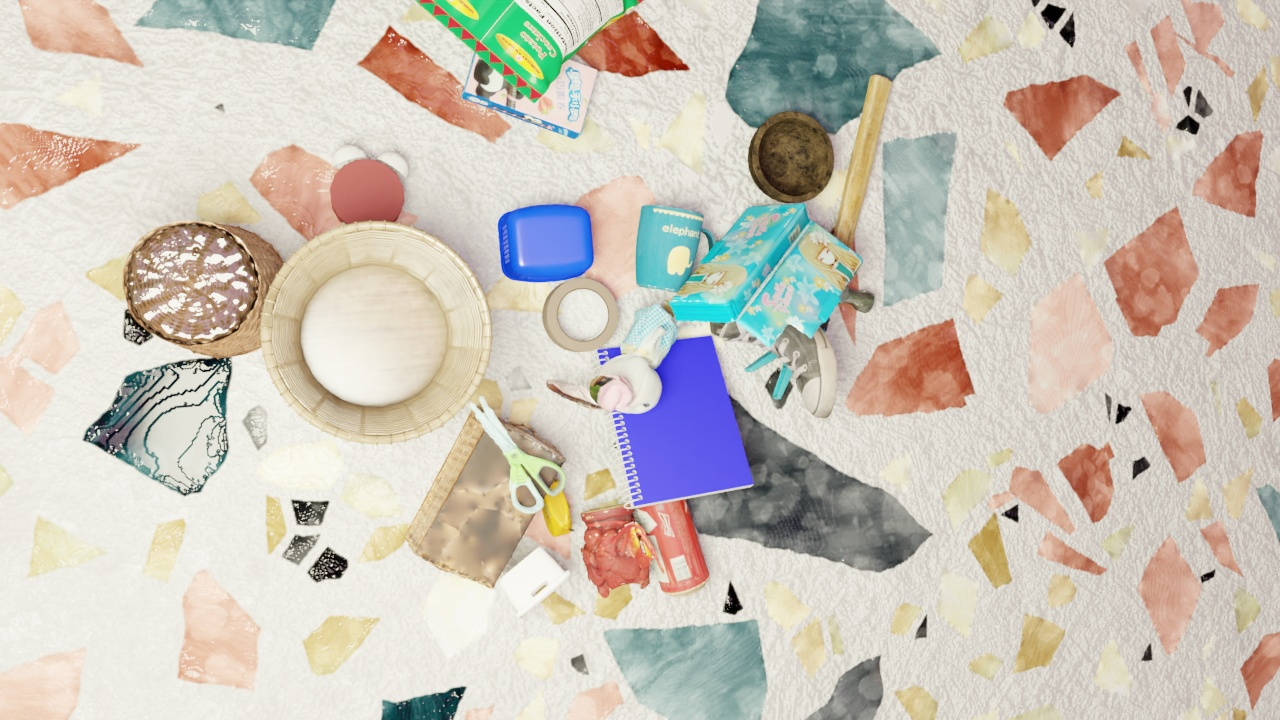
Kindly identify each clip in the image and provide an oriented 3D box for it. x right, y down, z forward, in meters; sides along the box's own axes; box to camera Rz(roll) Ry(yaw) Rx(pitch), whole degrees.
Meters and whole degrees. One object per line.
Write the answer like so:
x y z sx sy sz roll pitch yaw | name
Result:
0.193 -0.021 1.265 0.126 0.028 0.113 -40 104 -13 | clip

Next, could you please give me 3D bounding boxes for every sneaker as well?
0.170 -0.023 1.192 0.119 0.095 0.234 -14 70 -13 | sneaker

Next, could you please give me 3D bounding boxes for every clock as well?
-0.322 -0.203 1.086 0.087 0.044 0.124 6 88 -18 | clock

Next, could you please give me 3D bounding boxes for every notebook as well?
0.037 0.075 1.177 0.171 0.022 0.209 -8 70 -18 | notebook

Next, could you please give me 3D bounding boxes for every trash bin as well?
-0.448 -0.079 0.960 0.151 0.210 0.151 0 90 -19 | trash bin

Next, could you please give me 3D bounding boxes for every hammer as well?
0.301 -0.242 1.295 0.132 0.033 0.330 16 85 -16 | hammer

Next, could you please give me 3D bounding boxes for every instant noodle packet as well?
-0.132 -0.443 1.107 0.195 0.091 0.252 40 59 -6 | instant noodle packet

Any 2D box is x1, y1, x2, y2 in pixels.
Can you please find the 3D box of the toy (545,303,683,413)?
-0.007 0.007 1.145 0.204 0.131 0.106 -47 118 -36 | toy

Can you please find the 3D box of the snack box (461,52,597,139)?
-0.138 -0.346 1.150 0.154 0.033 0.088 17 85 -17 | snack box

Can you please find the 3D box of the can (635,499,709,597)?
0.036 0.219 1.192 0.067 0.067 0.170 -19 96 -17 | can

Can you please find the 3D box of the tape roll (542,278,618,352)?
-0.077 -0.058 1.173 0.093 0.030 0.093 0 90 -18 | tape roll

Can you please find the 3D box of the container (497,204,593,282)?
-0.115 -0.148 1.145 0.114 0.058 0.096 -5 92 -18 | container

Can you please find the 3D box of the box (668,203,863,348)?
0.163 -0.112 1.151 0.181 0.074 0.226 23 51 22 | box

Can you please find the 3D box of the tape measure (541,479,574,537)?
-0.104 0.191 1.150 0.030 0.059 0.068 -15 63 -15 | tape measure

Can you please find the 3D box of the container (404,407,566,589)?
-0.185 0.164 1.097 0.113 0.113 0.198 29 83 -16 | container

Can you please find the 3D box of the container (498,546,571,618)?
-0.131 0.268 1.115 0.080 0.129 0.049 -38 81 -14 | container

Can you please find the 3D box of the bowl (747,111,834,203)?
0.196 -0.270 1.245 0.121 0.056 0.121 0 90 -18 | bowl

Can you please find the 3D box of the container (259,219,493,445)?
-0.291 -0.028 1.017 0.226 0.196 0.227 0 90 -18 | container

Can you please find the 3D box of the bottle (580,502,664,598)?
-0.027 0.238 1.154 0.098 0.099 0.111 -8 84 -18 | bottle

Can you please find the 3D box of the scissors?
-0.137 0.099 1.010 0.072 0.033 0.175 -34 129 -10 | scissors

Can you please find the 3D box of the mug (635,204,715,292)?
0.046 -0.140 1.188 0.112 0.084 0.104 8 94 -28 | mug
